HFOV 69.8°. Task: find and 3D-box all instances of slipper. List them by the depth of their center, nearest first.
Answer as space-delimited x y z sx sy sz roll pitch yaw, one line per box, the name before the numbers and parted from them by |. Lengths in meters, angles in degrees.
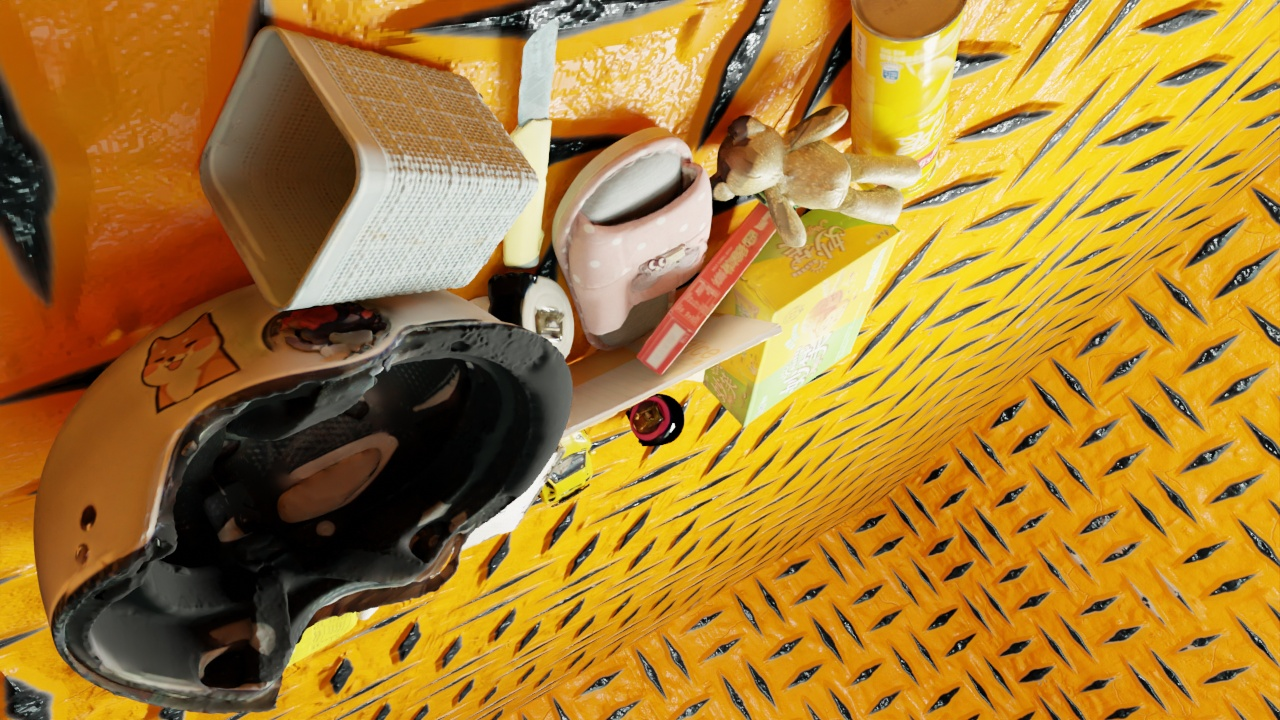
slipper | -0.002 -0.067 0.671 0.114 0.054 0.275 -29 161 -13

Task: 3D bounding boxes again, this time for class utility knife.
utility knife | -0.064 -0.110 0.534 0.030 0.022 0.217 -27 165 -22

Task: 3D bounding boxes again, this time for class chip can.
chip can | 0.183 -0.193 0.649 0.072 0.072 0.213 -35 159 1

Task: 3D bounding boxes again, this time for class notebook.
notebook | -0.005 0.004 0.761 0.206 0.010 0.146 -25 -161 -21

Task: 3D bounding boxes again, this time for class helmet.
helmet | -0.188 0.045 0.498 0.273 0.157 0.230 -37 151 -23

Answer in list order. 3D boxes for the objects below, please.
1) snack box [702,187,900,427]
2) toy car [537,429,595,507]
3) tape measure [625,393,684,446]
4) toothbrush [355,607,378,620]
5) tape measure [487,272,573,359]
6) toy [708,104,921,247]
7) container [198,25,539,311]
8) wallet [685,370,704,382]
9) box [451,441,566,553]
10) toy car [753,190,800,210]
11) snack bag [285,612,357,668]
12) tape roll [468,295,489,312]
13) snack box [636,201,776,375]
snack box | 0.148 -0.045 0.881 0.157 0.070 0.210 -33 154 -20
toy car | -0.084 0.112 0.968 0.071 0.041 0.156 -28 158 -16
tape measure | 0.016 0.063 0.985 0.058 0.057 0.039 -34 160 24
toothbrush | -0.216 0.189 0.886 0.016 0.016 0.179 -64 171 30
tape measure | -0.076 -0.026 0.635 0.034 0.065 0.066 -3 177 29
toy | 0.126 -0.133 0.647 0.157 0.066 0.105 6 127 -20
container | -0.119 -0.083 0.419 0.090 0.090 0.111 -46 159 31
wallet | 0.083 -0.020 0.948 0.115 0.024 0.087 -42 156 22
box | -0.142 0.116 0.864 0.089 0.062 0.185 -16 155 -39
toy car | 0.120 -0.140 0.710 0.091 0.043 0.036 -18 155 -36
snack bag | -0.327 0.228 0.825 0.157 0.068 0.247 -21 157 -30
tape roll | -0.123 -0.014 0.665 0.085 0.014 0.086 -30 159 -13
snack box | 0.057 -0.060 0.710 0.152 0.025 0.075 -51 179 -33
